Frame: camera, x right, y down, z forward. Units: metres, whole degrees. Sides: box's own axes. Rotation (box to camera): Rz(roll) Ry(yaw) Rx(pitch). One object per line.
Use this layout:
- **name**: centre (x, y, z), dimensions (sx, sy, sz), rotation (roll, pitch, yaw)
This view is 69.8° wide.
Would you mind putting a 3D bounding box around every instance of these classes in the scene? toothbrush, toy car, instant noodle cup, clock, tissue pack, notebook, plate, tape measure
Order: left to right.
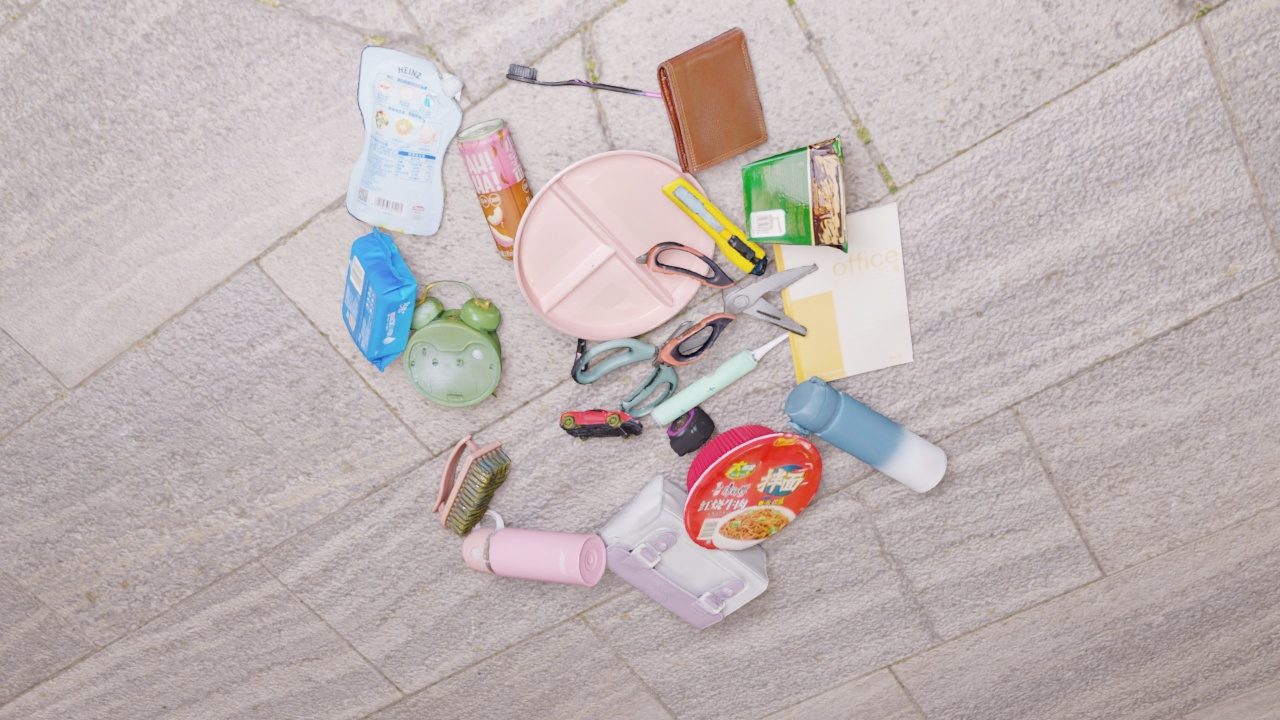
- **tissue pack**: centre (-0.296, -0.067, 1.044), dimensions (0.052, 0.095, 0.158), rotation (-14, 147, -35)
- **clock**: centre (-0.222, -0.021, 1.098), dimensions (0.116, 0.056, 0.161), rotation (1, 119, 0)
- **toothbrush**: centre (-0.047, -0.291, 0.965), dimensions (0.189, 0.014, 0.018), rotation (7, 107, -3)
- **toy car**: centre (-0.048, 0.079, 1.146), dimensions (0.106, 0.031, 0.049), rotation (-2, 155, 23)
- **plate**: centre (-0.028, -0.126, 1.016), dimensions (0.229, 0.028, 0.230), rotation (-8, 124, -13)
- **tape measure**: centre (0.061, 0.086, 1.147), dimensions (0.057, 0.057, 0.039), rotation (-39, 105, 24)
- **toothbrush**: centre (0.109, 0.014, 1.120), dimensions (0.225, 0.026, 0.027), rotation (-34, 111, 13)
- **instant noodle cup**: centre (0.129, 0.150, 1.151), dimensions (0.193, 0.066, 0.194), rotation (-14, 130, -18)
- **notebook**: centre (0.239, -0.071, 1.072), dimensions (0.146, 0.010, 0.206), rotation (-14, 118, 2)

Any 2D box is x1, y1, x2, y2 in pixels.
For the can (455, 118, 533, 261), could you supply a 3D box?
- **can**: centre (-0.150, -0.184, 1.002), dimensions (0.058, 0.057, 0.147), rotation (-14, 118, 9)

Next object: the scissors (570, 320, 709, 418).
- **scissors**: centre (-0.007, 0.005, 1.094), dimensions (0.178, 0.019, 0.173), rotation (14, 130, -30)

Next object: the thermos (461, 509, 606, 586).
- **thermos**: centre (-0.144, 0.245, 1.208), dimensions (0.199, 0.067, 0.087), rotation (-1, 89, 32)

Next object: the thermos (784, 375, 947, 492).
- **thermos**: centre (0.275, 0.092, 1.126), dimensions (0.220, 0.070, 0.070), rotation (27, 117, -21)

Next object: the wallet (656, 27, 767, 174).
- **wallet**: centre (0.076, -0.266, 0.948), dimensions (0.101, 0.032, 0.125), rotation (-27, 120, -15)

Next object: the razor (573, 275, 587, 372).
- **razor**: centre (-0.070, -0.044, 1.099), dimensions (0.042, 0.022, 0.143), rotation (6, 120, 1)

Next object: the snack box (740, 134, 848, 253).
- **snack box**: centre (0.160, -0.170, 0.963), dimensions (0.106, 0.117, 0.118), rotation (-5, 102, 11)

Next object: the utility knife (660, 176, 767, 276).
- **utility knife**: centre (0.083, -0.143, 0.995), dimensions (0.154, 0.015, 0.033), rotation (39, 93, -19)

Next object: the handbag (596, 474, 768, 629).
- **handbag**: centre (0.053, 0.266, 1.232), dimensions (0.197, 0.098, 0.145), rotation (38, 119, -17)

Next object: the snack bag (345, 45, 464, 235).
- **snack bag**: centre (-0.256, -0.233, 0.991), dimensions (0.110, 0.038, 0.191), rotation (17, 117, -2)

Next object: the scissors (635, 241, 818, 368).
- **scissors**: centre (0.095, -0.071, 1.043), dimensions (0.222, 0.015, 0.189), rotation (-29, 115, 5)

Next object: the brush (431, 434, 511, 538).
- **brush**: centre (-0.229, 0.167, 1.205), dimensions (0.073, 0.063, 0.146), rotation (37, 120, 15)
